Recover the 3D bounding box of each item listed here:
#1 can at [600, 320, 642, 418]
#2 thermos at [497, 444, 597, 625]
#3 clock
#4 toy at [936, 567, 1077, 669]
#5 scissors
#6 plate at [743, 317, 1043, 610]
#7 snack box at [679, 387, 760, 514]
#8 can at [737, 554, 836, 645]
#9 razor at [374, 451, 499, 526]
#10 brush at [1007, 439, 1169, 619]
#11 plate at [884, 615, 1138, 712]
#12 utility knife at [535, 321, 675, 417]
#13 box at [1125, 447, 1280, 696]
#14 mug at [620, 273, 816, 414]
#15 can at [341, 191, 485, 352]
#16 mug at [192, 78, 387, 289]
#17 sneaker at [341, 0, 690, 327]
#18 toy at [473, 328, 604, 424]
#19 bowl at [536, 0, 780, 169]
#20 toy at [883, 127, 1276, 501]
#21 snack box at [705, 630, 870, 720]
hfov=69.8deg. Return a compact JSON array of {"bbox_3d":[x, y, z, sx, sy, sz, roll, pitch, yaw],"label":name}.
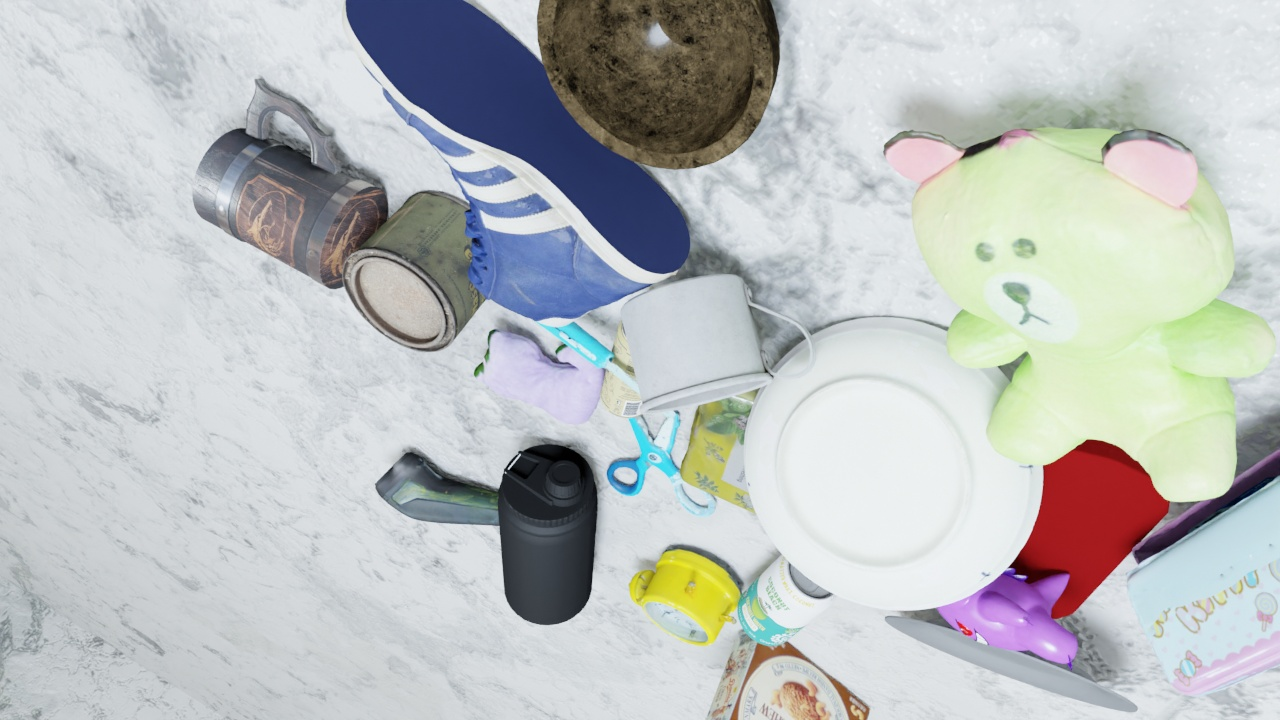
[{"bbox_3d":[-0.004,0.004,0.654,0.038,0.038,0.080,25,140,7],"label":"can"},{"bbox_3d":[-0.083,0.152,0.819,0.086,0.085,0.199,20,139,12],"label":"thermos"},{"bbox_3d":[0.038,0.217,0.837,0.083,0.057,0.119,42,147,-13],"label":"clock"},{"bbox_3d":[0.226,0.154,0.585,0.088,0.056,0.106,14,172,12],"label":"toy"},{"bbox_3d":[0.003,0.080,0.750,0.118,0.013,0.140,-1,133,33],"label":"scissors"},{"bbox_3d":[0.142,0.066,0.552,0.183,0.034,0.182,3,97,29],"label":"plate"},{"bbox_3d":[0.118,0.077,0.649,0.181,0.045,0.121,24,140,8],"label":"snack box"},{"bbox_3d":[0.122,0.196,0.762,0.055,0.054,0.102,29,141,2],"label":"can"},{"bbox_3d":[-0.184,0.129,0.894,0.151,0.053,0.067,10,119,15],"label":"razor"},{"bbox_3d":[0.263,0.100,0.584,0.082,0.041,0.174,21,139,12],"label":"brush"},{"bbox_3d":[0.272,0.220,0.683,0.178,0.012,0.178,21,165,6],"label":"plate"},{"bbox_3d":[-0.036,-0.012,0.635,0.167,0.015,0.022,36,134,25],"label":"utility knife"},{"bbox_3d":[0.347,0.086,0.448,0.090,0.091,0.215,3,141,-20],"label":"box"},{"bbox_3d":[0.047,-0.012,0.564,0.113,0.084,0.070,-16,82,15],"label":"mug"},{"bbox_3d":[-0.152,-0.062,0.649,0.090,0.074,0.090,17,138,16],"label":"can"},{"bbox_3d":[-0.243,-0.125,0.651,0.107,0.079,0.116,26,112,7],"label":"mug"},{"bbox_3d":[-0.092,-0.111,0.557,0.233,0.091,0.119,36,143,-19],"label":"sneaker"},{"bbox_3d":[-0.076,0.009,0.708,0.099,0.036,0.080,26,131,-2],"label":"toy"},{"bbox_3d":[0.015,-0.162,0.455,0.121,0.056,0.121,17,139,16],"label":"bowl"},{"bbox_3d":[0.214,-0.034,0.439,0.150,0.107,0.197,11,130,46],"label":"toy"},{"bbox_3d":[0.131,0.345,0.842,0.143,0.146,0.041,40,139,-10],"label":"snack box"}]
